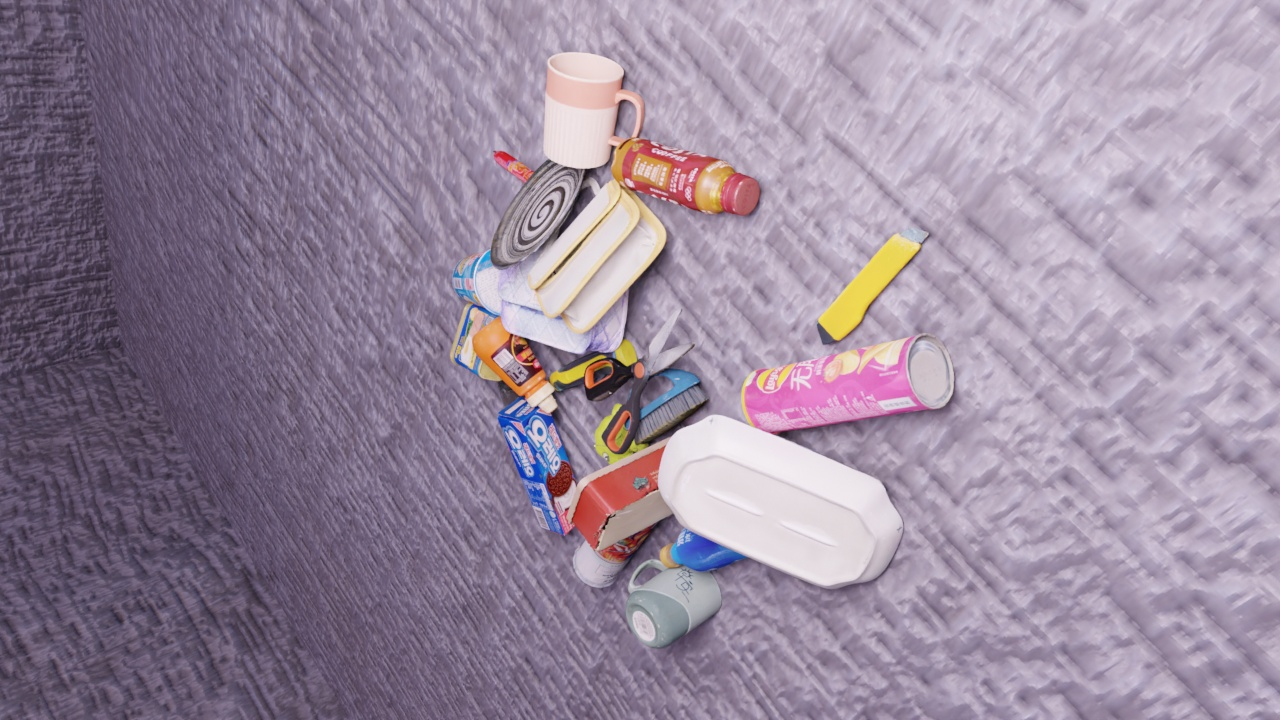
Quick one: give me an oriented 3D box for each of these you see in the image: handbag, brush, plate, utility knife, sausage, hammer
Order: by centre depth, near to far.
[{"bbox_3d":[0.218,-0.070,0.871,0.033,0.015,0.168,48,137,12],"label":"utility knife"},{"bbox_3d":[0.140,0.160,0.973,0.266,0.034,0.162,23,122,10],"label":"plate"},{"bbox_3d":[-0.070,-0.141,1.071,0.163,0.063,0.178,-47,45,14],"label":"handbag"},{"bbox_3d":[-0.119,-0.182,1.115,0.024,0.179,0.180,33,154,-31],"label":"plate"},{"bbox_3d":[0.023,0.051,1.123,0.073,0.055,0.144,59,141,8],"label":"brush"},{"bbox_3d":[-0.103,-0.086,1.175,0.194,0.075,0.134,15,101,43],"label":"handbag"},{"bbox_3d":[-0.146,-0.239,1.201,0.156,0.020,0.020,39,134,29],"label":"sausage"},{"bbox_3d":[-0.111,0.024,1.284,0.324,0.031,0.126,-22,92,52],"label":"hammer"}]

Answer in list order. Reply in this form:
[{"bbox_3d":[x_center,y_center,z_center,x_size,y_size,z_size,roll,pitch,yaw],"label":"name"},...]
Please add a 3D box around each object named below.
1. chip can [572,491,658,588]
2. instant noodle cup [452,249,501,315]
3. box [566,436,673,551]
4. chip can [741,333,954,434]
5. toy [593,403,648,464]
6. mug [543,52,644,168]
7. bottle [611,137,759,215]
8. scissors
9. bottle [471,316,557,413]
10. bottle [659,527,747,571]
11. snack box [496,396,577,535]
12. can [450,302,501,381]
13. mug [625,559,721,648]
[{"bbox_3d":[-0.027,0.233,1.262,0.071,0.071,0.215,50,138,19],"label":"chip can"},{"bbox_3d":[-0.212,-0.113,1.288,0.110,0.099,0.099,9,115,54],"label":"instant noodle cup"},{"bbox_3d":[0.003,0.167,1.115,0.077,0.168,0.092,46,138,28],"label":"box"},{"bbox_3d":[0.197,0.027,0.900,0.211,0.071,0.071,-16,96,51],"label":"chip can"},{"bbox_3d":[-0.027,0.103,1.228,0.100,0.031,0.097,-7,103,46],"label":"toy"},{"bbox_3d":[-0.053,-0.278,1.036,0.114,0.081,0.106,17,128,9],"label":"mug"},{"bbox_3d":[0.047,-0.193,0.971,0.175,0.057,0.057,26,126,39],"label":"bottle"},{"bbox_3d":[0.000,0.030,1.100,0.227,0.021,0.198,1,94,53],"label":"scissors"},{"bbox_3d":[-0.166,0.012,1.264,0.149,0.066,0.067,51,141,-4],"label":"bottle"},{"bbox_3d":[0.095,0.221,1.122,0.219,0.065,0.065,-34,82,52],"label":"bottle"},{"bbox_3d":[-0.142,0.154,1.333,0.057,0.058,0.208,8,125,42],"label":"snack box"},{"bbox_3d":[-0.225,-0.027,1.340,0.083,0.057,0.102,25,99,47],"label":"can"},{"bbox_3d":[0.031,0.311,1.206,0.112,0.106,0.082,40,136,30],"label":"mug"}]
